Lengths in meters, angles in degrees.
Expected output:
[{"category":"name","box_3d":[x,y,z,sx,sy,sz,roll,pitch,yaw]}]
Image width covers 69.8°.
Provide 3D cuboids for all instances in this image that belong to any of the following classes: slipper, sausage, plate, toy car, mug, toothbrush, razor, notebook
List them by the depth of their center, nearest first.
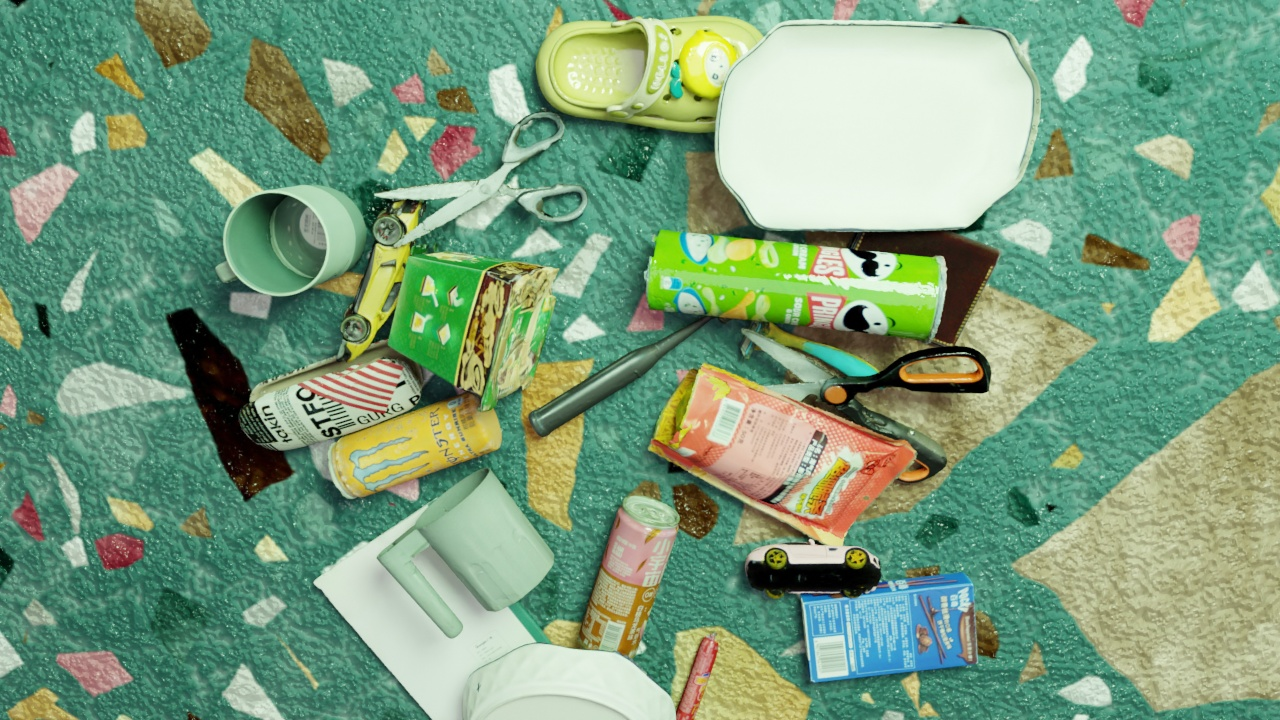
[{"category":"slipper","box_3d":[0.008,-0.228,0.728,0.190,0.081,0.092,3,106,4]},{"category":"plate","box_3d":[0.185,-0.185,0.728,0.265,0.034,0.162,-2,115,-9]},{"category":"mug","box_3d":[-0.291,-0.095,0.756,0.112,0.106,0.082,-25,102,7]},{"category":"toy car","box_3d":[-0.220,-0.068,0.775,0.041,0.071,0.156,20,98,-17]},{"category":"razor","box_3d":[0.155,-0.003,0.802,0.132,0.028,0.043,19,127,-3]},{"category":"toothbrush","box_3d":[-0.005,0.005,0.811,0.213,0.027,0.026,-31,138,9]},{"category":"mug","box_3d":[-0.154,0.174,0.822,0.123,0.084,0.103,-39,102,-14]},{"category":"toy car","box_3d":[0.157,0.189,0.840,0.122,0.037,0.056,-1,134,6]},{"category":"plate","box_3d":[-0.070,0.348,0.858,0.205,0.045,0.205,3,124,4]},{"category":"notebook","box_3d":[-0.192,0.252,0.886,0.150,0.012,0.209,-34,101,9]},{"category":"sausage","box_3d":[0.049,0.331,0.894,0.020,0.020,0.156,17,104,-2]}]

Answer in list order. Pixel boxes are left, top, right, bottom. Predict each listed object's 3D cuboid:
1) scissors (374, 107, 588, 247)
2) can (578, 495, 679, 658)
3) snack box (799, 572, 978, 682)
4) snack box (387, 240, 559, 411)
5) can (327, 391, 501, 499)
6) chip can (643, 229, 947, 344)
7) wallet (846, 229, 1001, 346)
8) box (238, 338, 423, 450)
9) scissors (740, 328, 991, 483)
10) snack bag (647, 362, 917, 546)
[{"category":"scissors","box_3d":[-0.121,-0.143,0.755,0.171,0.014,0.159,26,85,-23]},{"category":"can","box_3d":[-0.011,0.202,0.844,0.058,0.058,0.147,17,104,-2]},{"category":"snack box","box_3d":[0.233,0.251,0.863,0.157,0.026,0.084,-8,103,4]},{"category":"snack box","box_3d":[-0.143,-0.036,0.772,0.106,0.118,0.118,19,103,10]},{"category":"can","box_3d":[-0.200,0.075,0.820,0.146,0.058,0.058,-20,102,7]},{"category":"chip can","box_3d":[0.123,-0.062,0.754,0.236,0.072,0.072,7,104,7]},{"category":"wallet","box_3d":[0.233,-0.072,0.788,0.122,0.020,0.096,21,108,-4]},{"category":"box","box_3d":[-0.272,0.030,0.824,0.163,0.079,0.074,-21,125,5]},{"category":"scissors","box_3d":[0.193,0.027,0.794,0.224,0.021,0.221,-30,114,29]},{"category":"snack bag","box_3d":[0.121,0.083,0.806,0.208,0.073,0.129,24,120,-9]}]
